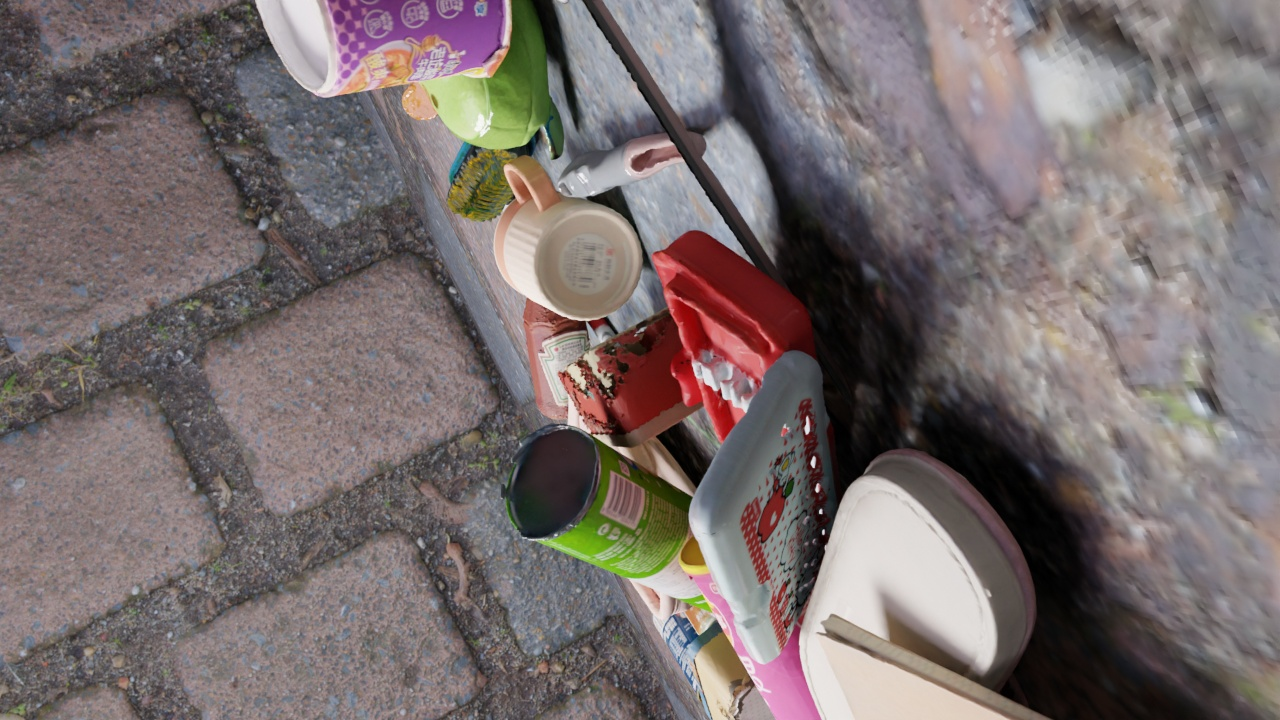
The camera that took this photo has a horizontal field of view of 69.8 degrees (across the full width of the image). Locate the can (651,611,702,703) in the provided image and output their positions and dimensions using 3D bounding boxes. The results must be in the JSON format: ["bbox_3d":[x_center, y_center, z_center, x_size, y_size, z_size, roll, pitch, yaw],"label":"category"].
[{"bbox_3d":[0.068,0.296,0.973,0.111,0.075,0.075,51,164,47],"label":"can"}]

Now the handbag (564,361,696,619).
[{"bbox_3d":[-0.006,0.090,0.776,0.193,0.093,0.234,51,166,40],"label":"handbag"}]

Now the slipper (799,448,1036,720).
[{"bbox_3d":[0.125,0.132,0.408,0.114,0.054,0.275,51,159,40],"label":"slipper"}]

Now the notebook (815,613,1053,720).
[{"bbox_3d":[0.162,0.180,0.313,0.212,0.012,0.149,13,133,52],"label":"notebook"}]

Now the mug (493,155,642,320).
[{"bbox_3d":[-0.059,-0.089,0.644,0.114,0.081,0.106,66,167,-22],"label":"mug"}]

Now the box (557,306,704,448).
[{"bbox_3d":[-0.003,0.003,0.588,0.076,0.091,0.168,60,168,-1],"label":"box"}]

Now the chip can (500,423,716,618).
[{"bbox_3d":[0.010,0.112,0.595,0.236,0.072,0.072,37,-168,-49],"label":"chip can"}]

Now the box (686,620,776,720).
[{"bbox_3d":[0.095,0.259,0.739,0.060,0.089,0.184,47,160,34],"label":"box"}]

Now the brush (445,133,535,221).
[{"bbox_3d":[-0.127,-0.175,0.785,0.144,0.055,0.073,149,132,-63],"label":"brush"}]

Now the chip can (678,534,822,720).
[{"bbox_3d":[0.105,0.189,0.550,0.210,0.071,0.071,60,169,-8],"label":"chip can"}]

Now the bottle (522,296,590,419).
[{"bbox_3d":[-0.080,-0.048,0.829,0.060,0.059,0.206,-139,38,-62],"label":"bottle"}]

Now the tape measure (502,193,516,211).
[{"bbox_3d":[-0.105,-0.134,0.868,0.066,0.033,0.066,67,166,-10],"label":"tape measure"}]

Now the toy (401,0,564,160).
[{"bbox_3d":[-0.131,-0.238,0.593,0.246,0.089,0.228,58,153,10],"label":"toy"}]

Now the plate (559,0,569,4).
[{"bbox_3d":[-0.066,-0.258,0.417,0.163,0.034,0.164,49,163,49],"label":"plate"}]

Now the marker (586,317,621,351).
[{"bbox_3d":[-0.016,-0.002,0.819,0.145,0.017,0.017,55,166,35],"label":"marker"}]

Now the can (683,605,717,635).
[{"bbox_3d":[0.048,0.199,0.886,0.147,0.058,0.058,51,164,44],"label":"can"}]

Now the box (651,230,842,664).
[{"bbox_3d":[0.043,0.051,0.416,0.119,0.098,0.201,41,166,32],"label":"box"}]

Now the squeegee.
[{"bbox_3d":[-0.003,-0.102,0.476,0.247,0.040,0.250,53,171,-17],"label":"squeegee"}]

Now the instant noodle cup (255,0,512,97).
[{"bbox_3d":[-0.138,-0.192,0.477,0.111,0.099,0.112,33,138,35],"label":"instant noodle cup"}]
